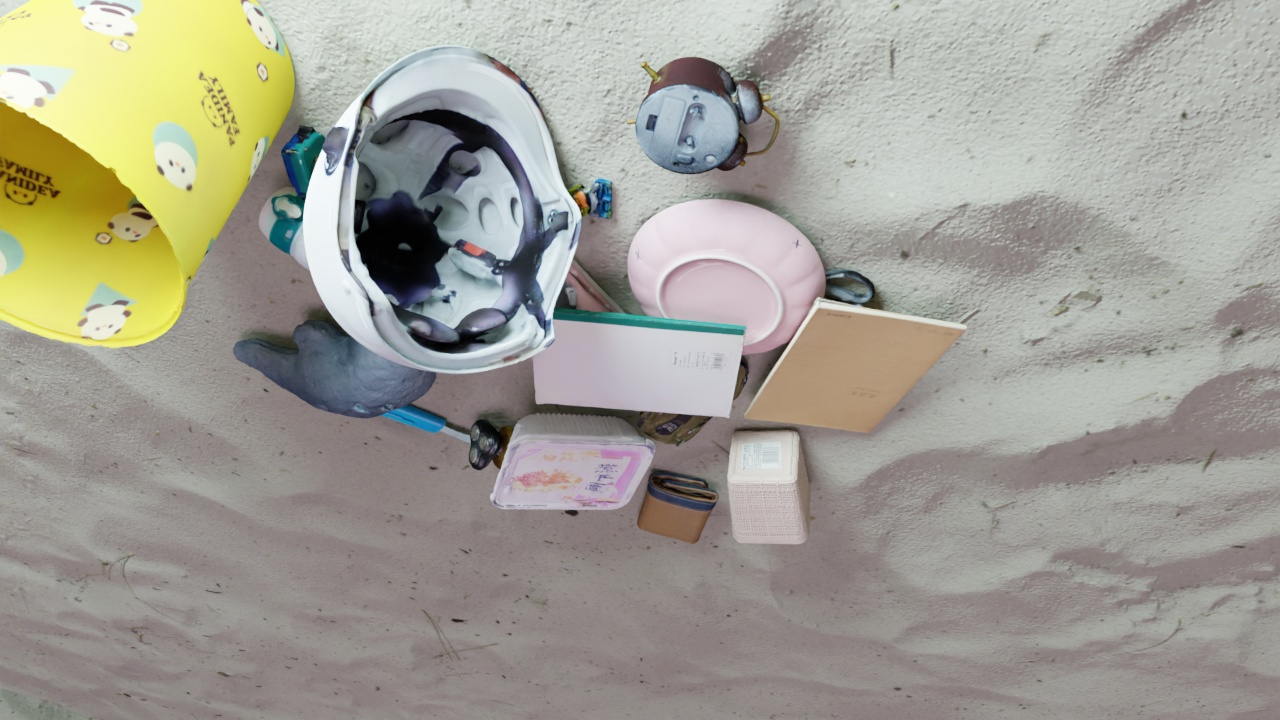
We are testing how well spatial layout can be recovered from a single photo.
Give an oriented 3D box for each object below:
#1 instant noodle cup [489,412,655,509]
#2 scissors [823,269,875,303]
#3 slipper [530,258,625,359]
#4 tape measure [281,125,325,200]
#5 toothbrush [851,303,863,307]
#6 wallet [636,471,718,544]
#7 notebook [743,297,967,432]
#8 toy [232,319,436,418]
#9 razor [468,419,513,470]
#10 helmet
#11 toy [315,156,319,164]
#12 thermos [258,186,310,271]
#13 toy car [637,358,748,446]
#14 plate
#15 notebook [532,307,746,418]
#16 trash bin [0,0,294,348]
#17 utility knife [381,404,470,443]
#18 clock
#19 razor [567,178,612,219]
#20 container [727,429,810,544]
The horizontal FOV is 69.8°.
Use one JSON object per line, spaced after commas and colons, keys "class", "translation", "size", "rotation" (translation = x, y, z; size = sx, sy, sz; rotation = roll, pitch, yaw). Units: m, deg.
{"class": "instant noodle cup", "translation": [-0.083, 0.114, 1.071], "size": [0.173, 0.060, 0.138], "rotation": [3, 137, -23]}
{"class": "scissors", "translation": [0.136, -0.069, 0.890], "size": [0.173, 0.014, 0.142], "rotation": [-9, 133, 22]}
{"class": "slipper", "translation": [-0.080, -0.039, 0.940], "size": [0.114, 0.054, 0.274], "rotation": [-16, 130, 27]}
{"class": "tape measure", "translation": [-0.301, -0.182, 0.835], "size": [0.025, 0.054, 0.058], "rotation": [11, 140, 5]}
{"class": "toothbrush", "translation": [0.178, -0.002, 0.939], "size": [0.015, 0.018, 0.182], "rotation": [18, 145, -10]}
{"class": "wallet", "translation": [0.046, 0.191, 1.180], "size": [0.090, 0.033, 0.115], "rotation": [14, 139, 1]}
{"class": "notebook", "translation": [0.209, 0.013, 0.929], "size": [0.149, 0.012, 0.212], "rotation": [8, 146, -10]}
{"class": "toy", "translation": [-0.302, -0.006, 1.013], "size": [0.357, 0.091, 0.138], "rotation": [-16, 103, 26]}
{"class": "razor", "translation": [-0.151, 0.135, 1.146], "size": [0.062, 0.067, 0.167], "rotation": [33, 170, 50]}
{"class": "helmet", "translation": [-0.177, -0.114, 0.763], "size": [0.146, 0.258, 0.228], "rotation": [-7, 170, 44]}
{"class": "toy", "translation": [-0.228, -0.142, 0.855], "size": [0.105, 0.066, 0.157], "rotation": [-16, 141, 27]}
{"class": "thermos", "translation": [-0.262, -0.087, 0.891], "size": [0.224, 0.073, 0.073], "rotation": [34, 135, -4]}
{"class": "toy car", "translation": [0.056, 0.041, 1.009], "size": [0.070, 0.042, 0.159], "rotation": [26, 133, -16]}
{"class": "plate", "translation": [0.078, -0.067, 0.875], "size": [0.192, 0.038, 0.193], "rotation": [10, 140, 8]}
{"class": "notebook", "translation": [-0.006, 0.005, 0.929], "size": [0.209, 0.012, 0.151], "rotation": [5, 142, 1]}
{"class": "trash bin", "translation": [-0.409, -0.179, 0.713], "size": [0.230, 0.254, 0.230], "rotation": [7, 138, 6]}
{"class": "utility knife", "translation": [-0.284, 0.068, 1.132], "size": [0.202, 0.018, 0.034], "rotation": [22, 136, -13]}
{"class": "clock", "translation": [0.052, -0.195, 0.741], "size": [0.122, 0.055, 0.082], "rotation": [14, 137, -4]}
{"class": "razor", "translation": [-0.097, -0.153, 0.845], "size": [0.143, 0.022, 0.043], "rotation": [8, 136, 4]}
{"class": "container", "translation": [0.147, 0.144, 1.065], "size": [0.090, 0.090, 0.111], "rotation": [-2, 133, 15]}
